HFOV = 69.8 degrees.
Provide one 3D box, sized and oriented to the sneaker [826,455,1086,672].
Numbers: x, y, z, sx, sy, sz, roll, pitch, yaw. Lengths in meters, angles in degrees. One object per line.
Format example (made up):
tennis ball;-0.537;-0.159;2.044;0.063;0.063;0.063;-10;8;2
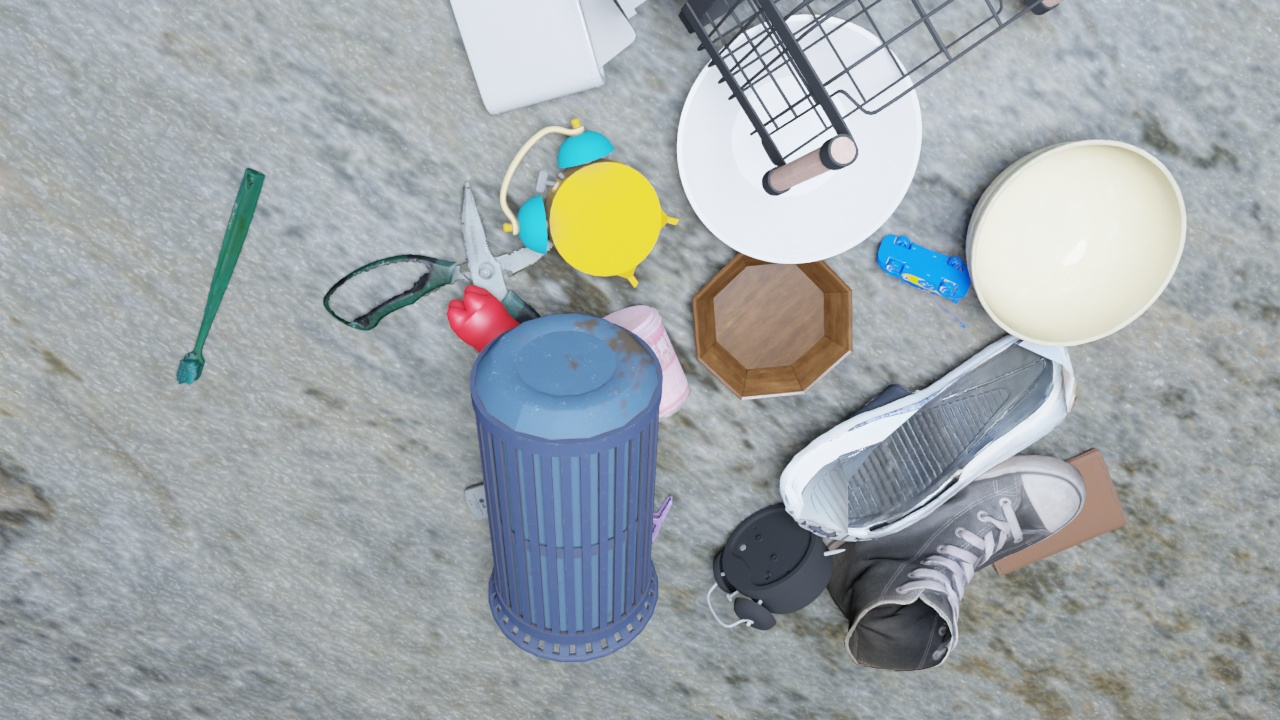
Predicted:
sneaker;0.264;0.166;0.757;0.235;0.119;0.095;-24;110;13

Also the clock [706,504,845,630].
clock;0.108;0.178;0.782;0.120;0.091;0.042;-38;119;-1

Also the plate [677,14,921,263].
plate;0.113;-0.160;0.670;0.174;0.036;0.174;0;112;-1

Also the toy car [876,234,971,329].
toy car;0.225;-0.058;0.725;0.092;0.033;0.062;23;152;7

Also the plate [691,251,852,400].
plate;0.104;-0.032;0.729;0.131;0.025;0.131;0;112;-1

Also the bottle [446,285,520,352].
bottle;-0.092;0.001;0.716;0.042;0.042;0.141;-39;111;13

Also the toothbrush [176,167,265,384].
toothbrush;-0.329;-0.061;0.714;0.016;0.017;0.190;24;110;-11

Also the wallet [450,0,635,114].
wallet;-0.067;-0.241;0.630;0.115;0.037;0.118;-12;113;11

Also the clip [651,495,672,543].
clip;0.012;0.138;0.805;0.029;0.013;0.050;7;115;-3

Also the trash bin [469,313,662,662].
trash bin;-0.052;0.094;0.678;0.139;0.139;0.250;1;131;-2

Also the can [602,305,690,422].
can;-0.004;0.004;0.720;0.067;0.067;0.076;-22;112;7

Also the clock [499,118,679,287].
clock;-0.039;-0.114;0.680;0.129;0.043;0.099;31;98;-22

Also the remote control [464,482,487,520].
remote control;-0.084;0.104;0.788;0.136;0.013;0.033;-17;111;6

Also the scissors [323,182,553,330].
scissors;-0.148;-0.037;0.730;0.206;0.015;0.202;-9;113;4

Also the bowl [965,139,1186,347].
bowl;0.309;-0.093;0.681;0.151;0.075;0.151;0;113;-1

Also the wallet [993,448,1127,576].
wallet;0.359;0.136;0.809;0.121;0.013;0.087;-27;110;11

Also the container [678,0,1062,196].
container;0.156;-0.222;0.540;0.241;0.163;0.130;-35;98;-8

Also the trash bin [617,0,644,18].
trash bin;0.026;-0.319;0.548;0.172;0.139;0.140;-31;110;11

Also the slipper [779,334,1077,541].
slipper;0.231;0.060;0.752;0.264;0.063;0.111;-30;109;-3
